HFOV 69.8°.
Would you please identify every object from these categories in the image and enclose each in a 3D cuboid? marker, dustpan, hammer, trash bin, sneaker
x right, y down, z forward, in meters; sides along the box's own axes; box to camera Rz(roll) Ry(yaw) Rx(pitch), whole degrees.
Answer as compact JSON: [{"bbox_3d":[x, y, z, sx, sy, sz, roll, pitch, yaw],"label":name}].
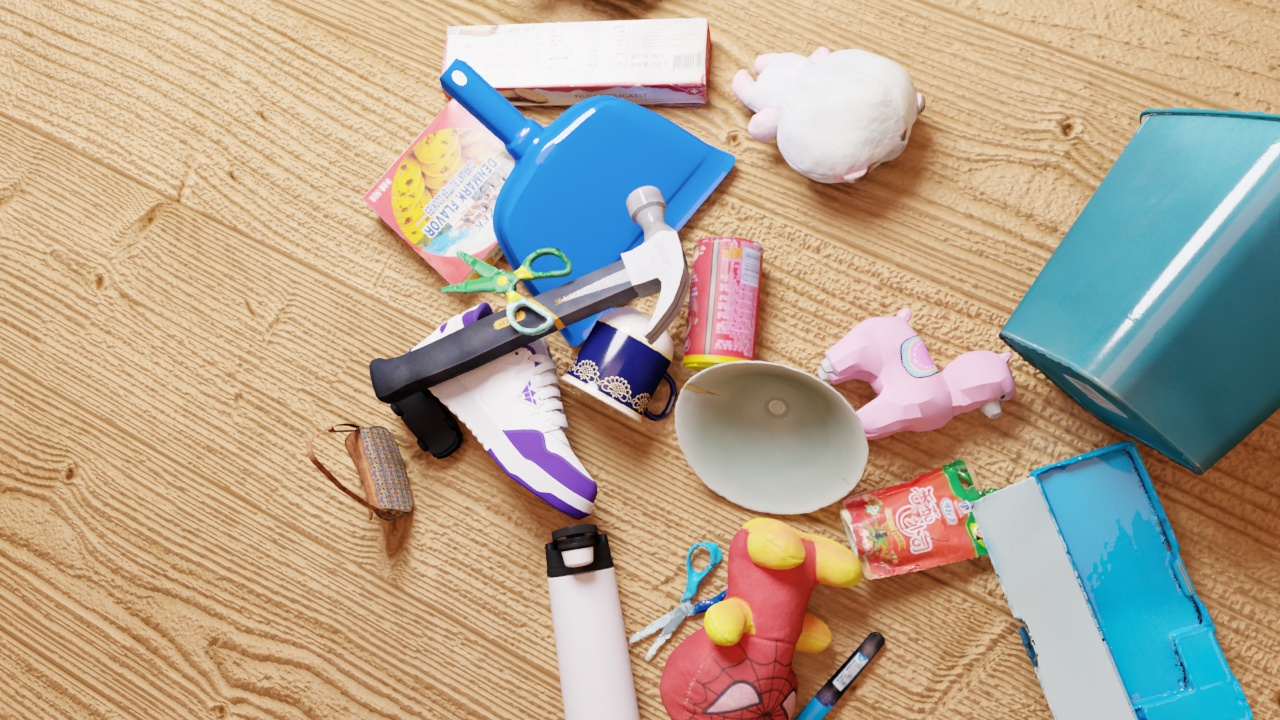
[{"bbox_3d":[0.178,0.295,0.832,0.018,0.015,0.123,41,89,15],"label":"marker"},{"bbox_3d":[-0.081,-0.187,0.875,0.257,0.059,0.245,40,91,-23],"label":"dustpan"},{"bbox_3d":[-0.105,-0.041,0.840,0.313,0.035,0.139,-22,66,6],"label":"hammer"},{"bbox_3d":[0.434,-0.051,0.729,0.196,0.199,0.219,36,98,-17],"label":"trash bin"},{"bbox_3d":[-0.110,0.039,0.880,0.244,0.092,0.111,43,88,17],"label":"sneaker"}]

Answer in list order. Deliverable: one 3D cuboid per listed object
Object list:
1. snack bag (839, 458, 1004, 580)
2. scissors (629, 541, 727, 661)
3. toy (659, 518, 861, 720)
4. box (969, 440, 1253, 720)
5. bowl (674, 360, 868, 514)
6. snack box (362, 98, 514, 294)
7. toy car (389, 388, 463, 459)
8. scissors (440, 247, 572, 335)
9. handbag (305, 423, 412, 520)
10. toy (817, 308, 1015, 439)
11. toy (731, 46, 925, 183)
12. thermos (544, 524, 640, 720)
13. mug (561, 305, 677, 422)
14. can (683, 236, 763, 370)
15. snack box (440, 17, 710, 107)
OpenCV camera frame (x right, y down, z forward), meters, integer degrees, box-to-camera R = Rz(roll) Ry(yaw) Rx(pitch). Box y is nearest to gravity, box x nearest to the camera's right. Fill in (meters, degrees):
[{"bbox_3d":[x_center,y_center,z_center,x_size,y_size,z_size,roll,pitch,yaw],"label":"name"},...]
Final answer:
[{"bbox_3d":[0.264,0.142,0.827,0.155,0.044,0.087,-16,72,2],"label":"snack bag"},{"bbox_3d":[0.049,0.241,0.861,0.083,0.016,0.135,39,90,10],"label":"scissors"},{"bbox_3d":[0.098,0.244,0.803,0.147,0.099,0.216,25,92,-28],"label":"toy"},{"bbox_3d":[0.388,0.209,0.783,0.175,0.060,0.243,-17,80,-10],"label":"box"},{"bbox_3d":[0.123,0.055,0.838,0.174,0.067,0.174,11,126,15],"label":"bowl"},{"bbox_3d":[-0.184,-0.167,0.939,0.145,0.040,0.142,42,90,11],"label":"snack box"},{"bbox_3d":[-0.214,0.055,0.920,0.042,0.036,0.091,-38,88,2],"label":"toy car"},{"bbox_3d":[-0.124,-0.061,0.828,0.132,0.012,0.108,-7,69,12],"label":"scissors"},{"bbox_3d":[-0.267,0.100,0.843,0.043,0.196,0.093,-20,77,1],"label":"handbag"},{"bbox_3d":[0.250,0.012,0.828,0.157,0.067,0.123,-22,77,1],"label":"toy"},{"bbox_3d":[0.168,-0.241,0.862,0.179,0.101,0.138,33,77,29],"label":"toy"},{"bbox_3d":[-0.043,0.265,0.832,0.068,0.101,0.229,-9,80,-5],"label":"thermos"},{"bbox_3d":[-0.005,0.005,0.872,0.112,0.086,0.089,31,86,-23],"label":"mug"},{"bbox_3d":[0.078,-0.051,0.864,0.067,0.066,0.124,4,84,10],"label":"can"},{"bbox_3d":[-0.066,-0.300,0.935,0.273,0.044,0.076,2,78,10],"label":"snack box"}]
